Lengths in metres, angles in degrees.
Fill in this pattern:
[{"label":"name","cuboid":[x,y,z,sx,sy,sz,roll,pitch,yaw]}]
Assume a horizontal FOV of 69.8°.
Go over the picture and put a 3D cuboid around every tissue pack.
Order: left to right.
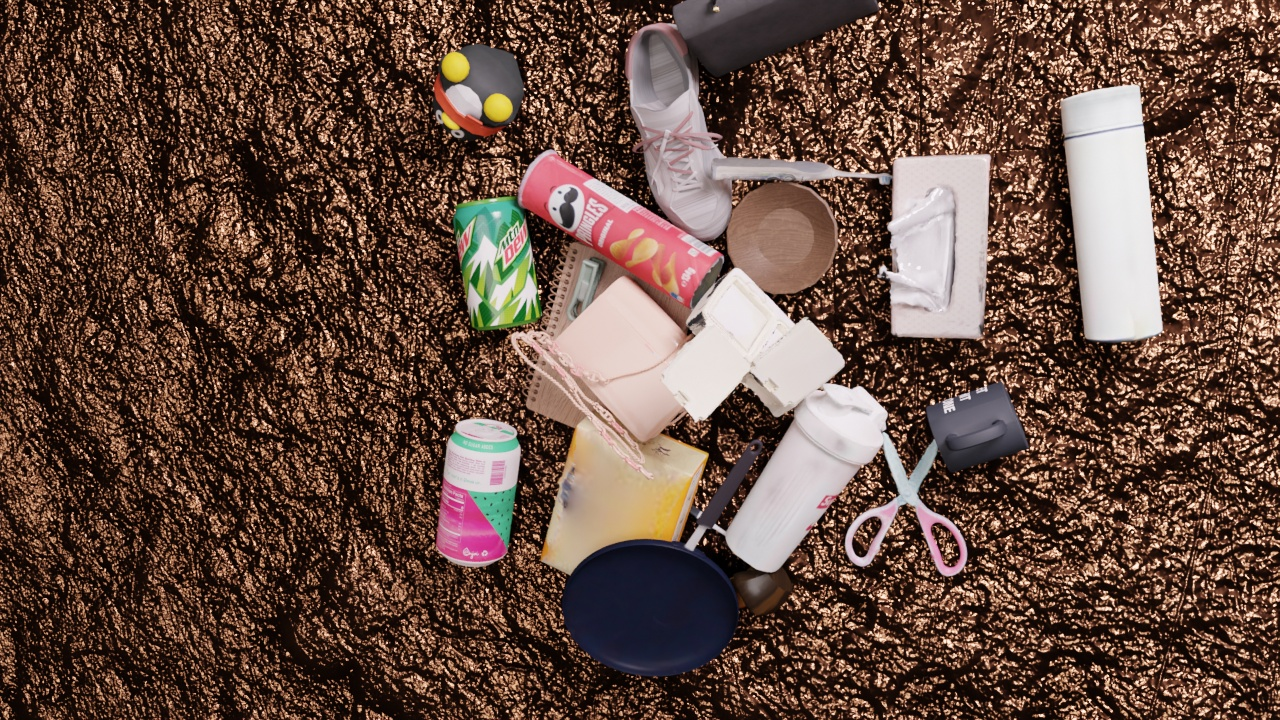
[{"label":"tissue pack","cuboid":[0.291,-0.110,0.910,0.104,0.071,0.181,3,105,18]}]

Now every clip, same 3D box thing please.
[{"label":"clip","cuboid":[-0.062,-0.078,1.032,0.023,0.047,0.076,24,111,13]}]

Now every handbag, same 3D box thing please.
[{"label":"handbag","cuboid":[-0.007,0.006,0.946,0.117,0.187,0.199,-45,81,10]},{"label":"handbag","cuboid":[0.117,-0.341,0.852,0.176,0.195,0.072,-17,95,21]}]

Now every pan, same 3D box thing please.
[{"label":"pan","cuboid":[0.044,0.217,0.998,0.198,0.021,0.357,24,118,-8]}]

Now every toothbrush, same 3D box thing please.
[{"label":"toothbrush","cuboid":[0.053,0.167,1.075,0.187,0.012,0.017,31,96,11]},{"label":"toothbrush","cuboid":[0.165,-0.192,0.936,0.185,0.022,0.024,2,77,-1]}]

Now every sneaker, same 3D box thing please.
[{"label":"sneaker","cuboid":[0.033,-0.238,0.958,0.099,0.089,0.236,-14,96,21]}]

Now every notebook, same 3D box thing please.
[{"label":"notebook","cuboid":[-0.040,-0.016,1.066,0.169,0.022,0.211,21,107,13]}]

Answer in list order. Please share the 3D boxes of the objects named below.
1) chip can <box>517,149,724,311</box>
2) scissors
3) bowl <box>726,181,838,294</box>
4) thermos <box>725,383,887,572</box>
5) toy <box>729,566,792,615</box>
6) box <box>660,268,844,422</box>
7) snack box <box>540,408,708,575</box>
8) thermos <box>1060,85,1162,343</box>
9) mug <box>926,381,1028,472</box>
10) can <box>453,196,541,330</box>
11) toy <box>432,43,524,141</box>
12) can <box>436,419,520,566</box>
[{"label":"chip can","cuboid":[-0.021,-0.142,0.999,0.233,0.073,0.073,33,109,14]},{"label":"scissors","cuboid":[0.276,0.162,0.995,0.159,0.014,0.172,-22,93,21]},{"label":"bowl","cuboid":[0.151,-0.130,0.971,0.118,0.030,0.118,4,102,19]},{"label":"thermos","cuboid":[0.176,0.124,0.987,0.099,0.099,0.221,34,115,10]},{"label":"toy","cuboid":[0.124,0.267,1.049,0.076,0.062,0.100,35,124,-30]},{"label":"box","cuboid":[0.119,-0.006,0.898,0.143,0.193,0.101,43,138,-8]},{"label":"snack box","cuboid":[-0.025,0.173,1.053,0.145,0.080,0.196,22,115,14]},{"label":"thermos","cuboid":[0.437,-0.134,0.851,0.068,0.067,0.230,-7,98,20]},{"label":"mug","cuboid":[0.332,0.069,0.907,0.078,0.105,0.071,-22,87,22]},{"label":"can","cuboid":[-0.165,-0.112,1.057,0.083,0.083,0.144,-6,99,20]},{"label":"toy","cuboid":[-0.187,-0.292,1.025,0.097,0.099,0.119,42,136,-13]},{"label":"can","cuboid":[-0.197,0.161,1.120,0.088,0.088,0.166,13,105,16]}]
